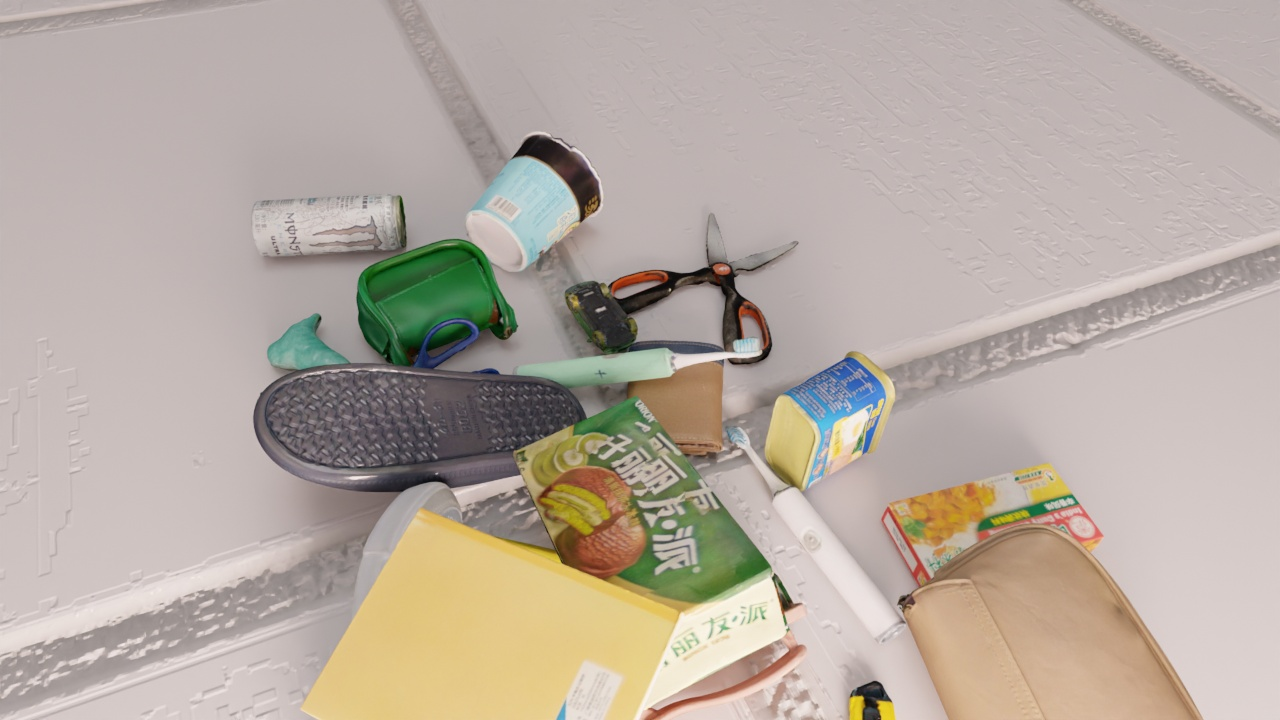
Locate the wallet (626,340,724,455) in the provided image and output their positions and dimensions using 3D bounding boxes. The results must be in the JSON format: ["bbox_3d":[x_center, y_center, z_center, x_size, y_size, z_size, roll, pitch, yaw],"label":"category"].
[{"bbox_3d":[0.031,0.032,0.824,0.090,0.033,0.115,2,48,2],"label":"wallet"}]

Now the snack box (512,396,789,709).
[{"bbox_3d":[-0.003,0.123,0.654,0.114,0.063,0.240,-24,32,-10],"label":"snack box"}]

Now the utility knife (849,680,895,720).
[{"bbox_3d":[0.155,0.283,0.605,0.033,0.015,0.153,6,47,6],"label":"utility knife"}]

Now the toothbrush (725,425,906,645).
[{"bbox_3d":[0.133,0.130,0.740,0.026,0.027,0.221,21,26,-50],"label":"toothbrush"}]

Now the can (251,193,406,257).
[{"bbox_3d":[-0.319,-0.139,0.945,0.146,0.058,0.058,-4,47,-8],"label":"can"}]

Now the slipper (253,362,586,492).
[{"bbox_3d":[-0.175,0.069,0.755,0.267,0.084,0.110,0,50,-28],"label":"slipper"}]

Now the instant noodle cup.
[{"bbox_3d":[-0.116,-0.157,0.952,0.111,0.111,0.120,26,59,20],"label":"instant noodle cup"}]

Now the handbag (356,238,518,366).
[{"bbox_3d":[-0.195,-0.046,0.866,0.131,0.068,0.120,-23,60,-24],"label":"handbag"}]

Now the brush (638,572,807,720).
[{"bbox_3d":[0.046,0.207,0.644,0.145,0.063,0.073,-21,82,-20],"label":"brush"}]

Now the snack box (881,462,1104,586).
[{"bbox_3d":[0.284,0.136,0.744,0.155,0.027,0.077,-11,50,-14],"label":"snack box"}]

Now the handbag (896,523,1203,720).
[{"bbox_3d":[0.274,0.220,0.621,0.147,0.100,0.204,-12,48,-4],"label":"handbag"}]

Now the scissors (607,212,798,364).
[{"bbox_3d":[0.075,-0.079,0.936,0.234,0.022,0.220,-14,50,-15],"label":"scissors"}]

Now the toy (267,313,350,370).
[{"bbox_3d":[-0.304,0.003,0.833,0.092,0.030,0.096,29,57,24],"label":"toy"}]

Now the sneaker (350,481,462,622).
[{"bbox_3d":[-0.141,0.186,0.625,0.091,0.089,0.241,-6,49,12],"label":"sneaker"}]

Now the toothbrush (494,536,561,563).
[{"bbox_3d":[-0.026,0.160,0.709,0.190,0.017,0.015,11,47,7],"label":"toothbrush"}]

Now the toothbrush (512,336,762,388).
[{"bbox_3d":[-0.005,0.005,0.812,0.225,0.027,0.026,-7,11,11],"label":"toothbrush"}]

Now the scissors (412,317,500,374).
[{"bbox_3d":[-0.201,0.033,0.806,0.140,0.012,0.171,35,83,-15],"label":"scissors"}]

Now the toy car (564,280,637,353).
[{"bbox_3d":[-0.039,-0.040,0.883,0.043,0.036,0.091,-21,50,-23],"label":"toy car"}]

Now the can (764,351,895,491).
[{"bbox_3d":[0.155,0.053,0.764,0.083,0.102,0.057,-26,54,-23],"label":"can"}]

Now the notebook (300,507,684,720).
[{"bbox_3d":[-0.092,0.181,0.547,0.206,0.010,0.145,14,64,28],"label":"notebook"}]
